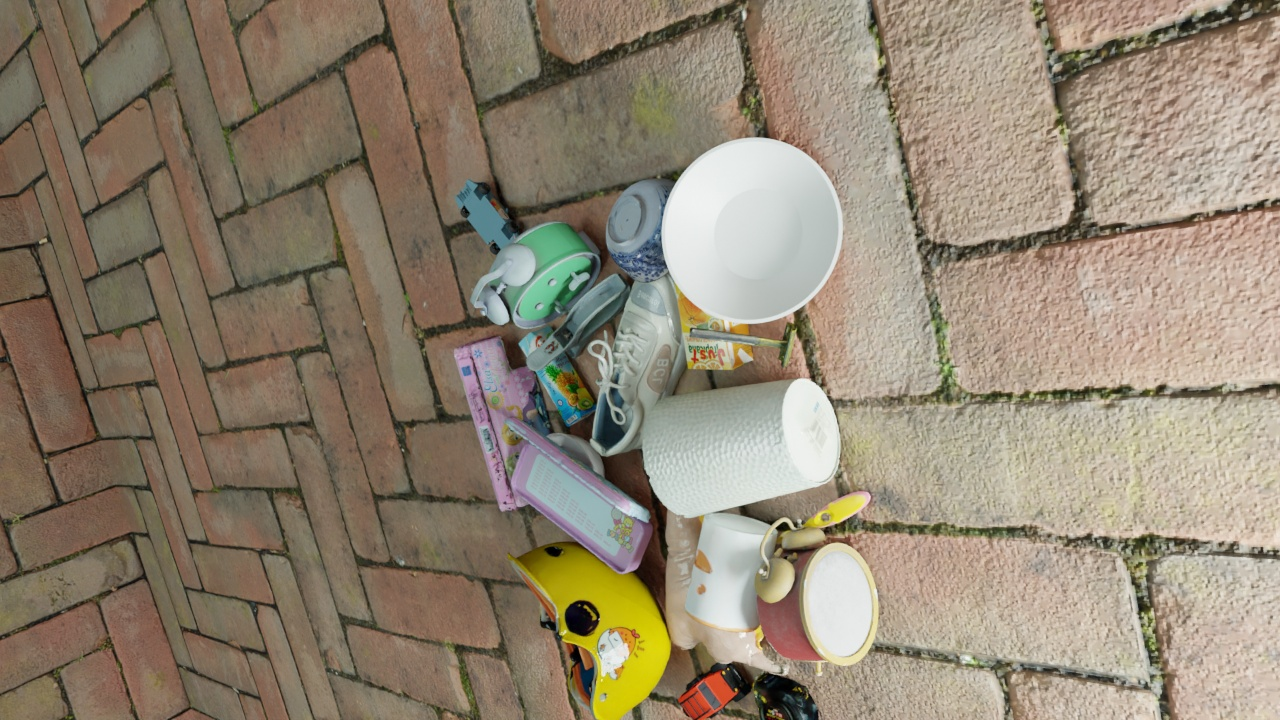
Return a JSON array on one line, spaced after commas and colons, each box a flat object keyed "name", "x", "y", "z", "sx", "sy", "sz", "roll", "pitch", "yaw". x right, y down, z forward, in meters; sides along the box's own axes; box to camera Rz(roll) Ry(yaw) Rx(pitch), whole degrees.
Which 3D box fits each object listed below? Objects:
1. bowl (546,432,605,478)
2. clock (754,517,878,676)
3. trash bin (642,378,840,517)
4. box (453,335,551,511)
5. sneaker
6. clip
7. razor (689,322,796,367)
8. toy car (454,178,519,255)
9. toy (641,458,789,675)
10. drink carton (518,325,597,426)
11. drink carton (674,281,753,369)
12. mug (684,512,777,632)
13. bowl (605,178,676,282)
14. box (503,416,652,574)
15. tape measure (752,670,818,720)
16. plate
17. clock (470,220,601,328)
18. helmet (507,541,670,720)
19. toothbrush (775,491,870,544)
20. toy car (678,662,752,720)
[{"name": "bowl", "x": -0.080, "y": 0.139, "z": 1.174, "sx": 0.110, "sy": 0.040, "sz": 0.110, "roll": 16, "pitch": 115, "yaw": 38}, {"name": "clock", "x": 0.165, "y": 0.234, "z": 0.933, "sx": 0.081, "sy": 0.116, "sz": 0.159, "roll": -18, "pitch": 108, "yaw": 47}, {"name": "trash bin", "x": 0.106, "y": 0.085, "z": 0.932, "sx": 0.162, "sy": 0.133, "sz": 0.133, "roll": -16, "pitch": 94, "yaw": 39}, {"name": "box", "x": -0.165, "y": 0.078, "z": 1.216, "sx": 0.091, "sy": 0.084, "sz": 0.230, "roll": -13, "pitch": 97, "yaw": 16}, {"name": "sneaker", "x": -0.006, "y": 0.006, "z": 1.025, "sx": 0.089, "sy": 0.090, "sz": 0.243, "roll": 32, "pitch": 124, "yaw": 31}, {"name": "clip", "x": -0.061, "y": -0.045, "z": 1.083, "sx": 0.163, "sy": 0.090, "sz": 0.027, "roll": -41, "pitch": 76, "yaw": 29}, {"name": "razor", "x": 0.101, "y": -0.022, "z": 0.923, "sx": 0.106, "sy": 0.026, "sz": 0.043, "roll": 7, "pitch": 119, "yaw": -5}, {"name": "toy car", "x": -0.186, "y": -0.180, "z": 1.161, "sx": 0.108, "sy": 0.027, "sz": 0.060, "roll": 52, "pitch": 133, "yaw": 2}, {"name": "toy", "x": 0.086, "y": 0.221, "z": 1.051, "sx": 0.196, "sy": 0.065, "sz": 0.264, "roll": 9, "pitch": 105, "yaw": 30}, {"name": "drink carton", "x": -0.103, "y": 0.017, "z": 1.149, "sx": 0.039, "sy": 0.044, "sz": 0.129, "roll": -37, "pitch": 82, "yaw": 43}, {"name": "drink carton", "x": 0.076, "y": -0.048, "z": 0.964, "sx": 0.058, "sy": 0.041, "sz": 0.122, "roll": 1, "pitch": 107, "yaw": 42}, {"name": "mug", "x": 0.097, "y": 0.224, "z": 0.978, "sx": 0.082, "sy": 0.082, "sz": 0.105, "roll": 14, "pitch": 95, "yaw": 38}, {"name": "bowl", "x": -0.001, "y": -0.142, "z": 0.966, "sx": 0.114, "sy": 0.045, "sz": 0.114, "roll": -14, "pitch": 72, "yaw": 46}, {"name": "box", "x": -0.077, "y": 0.152, "z": 1.101, "sx": 0.214, "sy": 0.062, "sz": 0.140, "roll": 31, "pitch": 142, "yaw": 32}, {"name": "tape measure", "x": 0.167, "y": 0.399, "z": 1.049, "sx": 0.072, "sy": 0.042, "sz": 0.072, "roll": 1, "pitch": 102, "yaw": 41}, {"name": "plate", "x": 0.109, "y": -0.123, "z": 0.884, "sx": 0.174, "sy": 0.036, "sz": 0.174, "roll": 1, "pitch": 94, "yaw": 20}, {"name": "clock", "x": -0.122, "y": -0.090, "z": 1.043, "sx": 0.075, "sy": 0.161, "sz": 0.122, "roll": 50, "pitch": 132, "yaw": 18}, {"name": "helmet", "x": -0.050, "y": 0.314, "z": 1.136, "sx": 0.240, "sy": 0.139, "sz": 0.209, "roll": 62, "pitch": 163, "yaw": 5}, {"name": "toothbrush", "x": 0.188, "y": 0.167, "z": 0.960, "sx": 0.136, "sy": 0.016, "sz": 0.021, "roll": -41, "pitch": 73, "yaw": 43}, {"name": "toy car", "x": 0.088, "y": 0.404, "z": 1.116, "sx": 0.051, "sy": 0.048, "sz": 0.100, "roll": 52, "pitch": 132, "yaw": 15}]
